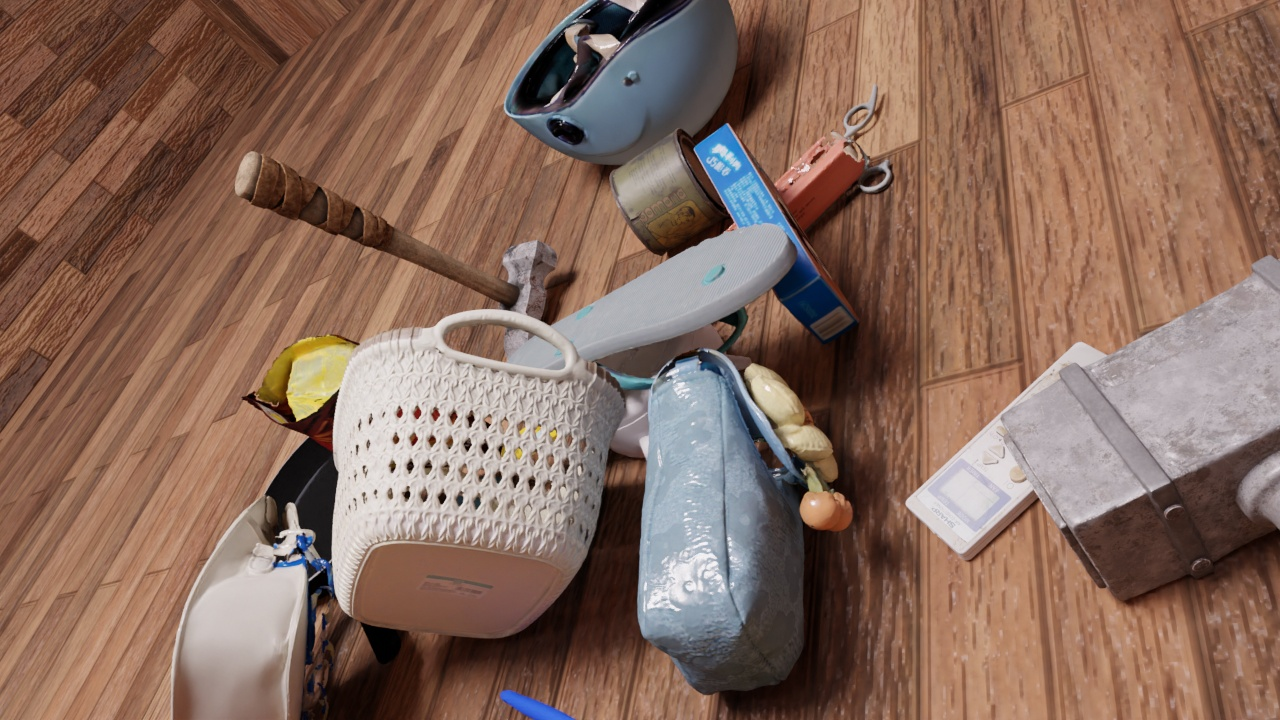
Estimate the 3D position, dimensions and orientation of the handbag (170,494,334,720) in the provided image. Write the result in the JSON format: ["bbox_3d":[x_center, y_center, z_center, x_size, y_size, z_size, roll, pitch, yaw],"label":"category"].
[{"bbox_3d":[-0.271,0.204,0.683,0.199,0.093,0.201,-102,23,-59],"label":"handbag"}]

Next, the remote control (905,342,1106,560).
[{"bbox_3d":[0.210,0.048,0.503,0.136,0.011,0.050,-43,34,2],"label":"remote control"}]

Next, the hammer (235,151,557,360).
[{"bbox_3d":[-0.203,-0.097,0.817,0.049,0.318,0.121,-7,68,42],"label":"hammer"}]

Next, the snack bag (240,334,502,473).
[{"bbox_3d":[-0.199,0.048,0.731,0.139,0.208,0.066,-16,63,12],"label":"snack bag"}]

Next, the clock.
[{"bbox_3d":[-0.004,0.004,0.707,0.125,0.073,0.161,-52,36,-1],"label":"clock"}]

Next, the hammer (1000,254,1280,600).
[{"bbox_3d":[0.279,0.097,0.320,0.177,0.079,0.325,-33,36,17],"label":"hammer"}]

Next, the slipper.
[{"bbox_3d":[0.005,-0.023,0.634,0.270,0.055,0.098,-20,31,40],"label":"slipper"}]

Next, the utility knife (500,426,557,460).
[{"bbox_3d":[-0.067,0.051,0.696,0.152,0.017,0.030,-36,39,44],"label":"utility knife"}]

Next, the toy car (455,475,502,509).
[{"bbox_3d":[-0.153,0.137,0.771,0.108,0.027,0.060,-42,34,4],"label":"toy car"}]

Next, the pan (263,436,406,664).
[{"bbox_3d":[-0.268,0.168,0.841,0.204,0.044,0.356,-50,38,-4],"label":"pan"}]

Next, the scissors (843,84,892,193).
[{"bbox_3d":[0.159,-0.168,0.777,0.142,0.014,0.174,15,68,49],"label":"scissors"}]

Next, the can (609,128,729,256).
[{"bbox_3d":[0.028,-0.152,0.830,0.075,0.090,0.089,-28,38,22],"label":"can"}]

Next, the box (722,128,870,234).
[{"bbox_3d":[0.102,-0.112,0.743,0.187,0.059,0.056,-43,10,7],"label":"box"}]

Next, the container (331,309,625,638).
[{"bbox_3d":[-0.118,0.090,0.617,0.247,0.184,0.142,122,154,-54],"label":"container"}]

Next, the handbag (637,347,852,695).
[{"bbox_3d":[0.062,0.086,0.526,0.119,0.122,0.191,-15,43,21],"label":"handbag"}]

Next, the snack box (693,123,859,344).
[{"bbox_3d":[0.096,-0.090,0.655,0.034,0.087,0.151,-34,58,15],"label":"snack box"}]

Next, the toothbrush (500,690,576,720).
[{"bbox_3d":[-0.029,0.226,0.561,0.183,0.016,0.018,1,49,46],"label":"toothbrush"}]

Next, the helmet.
[{"bbox_3d":[-0.015,-0.296,0.954,0.266,0.167,0.224,-8,47,39],"label":"helmet"}]
